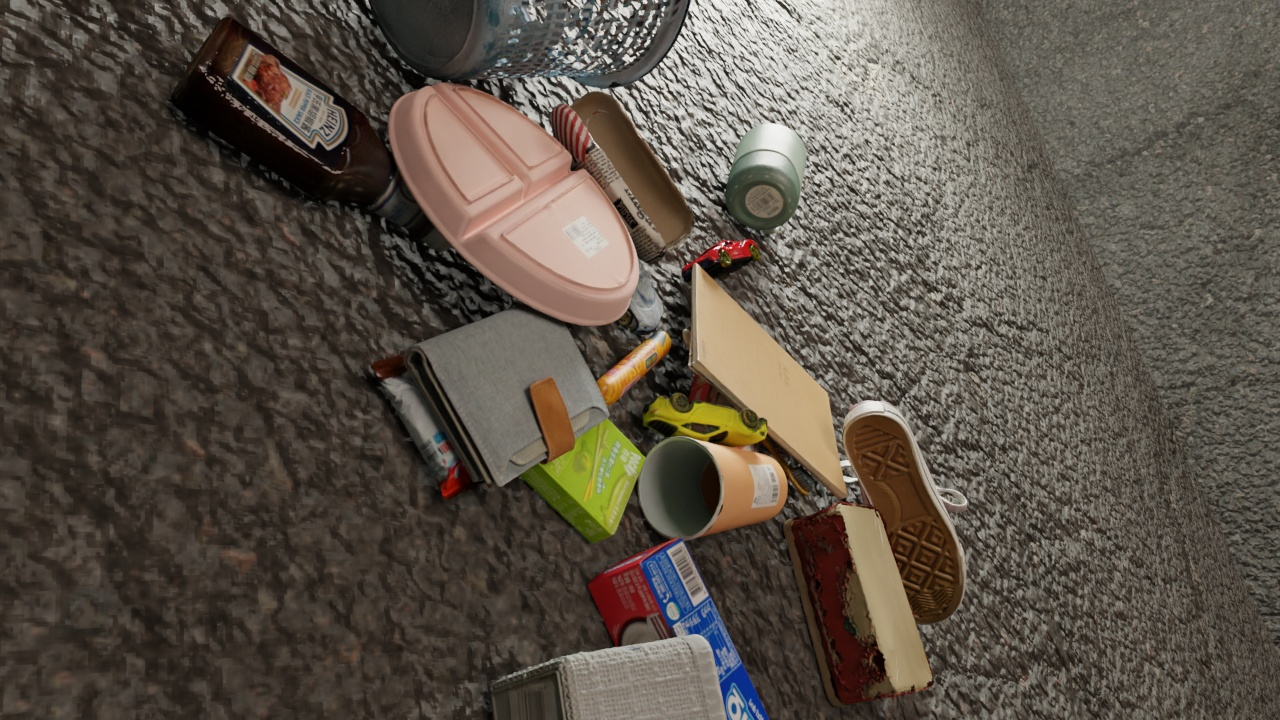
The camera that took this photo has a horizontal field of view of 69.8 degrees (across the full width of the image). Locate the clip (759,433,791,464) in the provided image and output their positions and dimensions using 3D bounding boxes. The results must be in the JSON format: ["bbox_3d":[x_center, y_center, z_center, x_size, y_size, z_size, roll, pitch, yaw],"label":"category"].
[{"bbox_3d":[0.130,0.082,0.876,0.057,0.036,0.025,26,46,-32],"label":"clip"}]

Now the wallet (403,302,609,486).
[{"bbox_3d":[-0.079,0.018,0.606,0.129,0.037,0.106,-29,89,-53],"label":"wallet"}]

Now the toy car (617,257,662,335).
[{"bbox_3d":[-0.014,-0.071,0.797,0.105,0.031,0.048,59,37,-3],"label":"toy car"}]

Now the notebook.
[{"bbox_3d":[0.117,0.018,0.848,0.211,0.012,0.149,41,30,-26],"label":"notebook"}]

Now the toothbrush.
[{"bbox_3d":[0.097,0.046,0.813,0.191,0.018,0.016,52,35,-11],"label":"toothbrush"}]

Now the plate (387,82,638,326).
[{"bbox_3d":[-0.085,-0.124,0.692,0.229,0.028,0.229,37,29,-24],"label":"plate"}]

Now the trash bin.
[{"bbox_3d":[-0.103,-0.316,0.730,0.194,0.227,0.226,-31,90,-41],"label":"trash bin"}]

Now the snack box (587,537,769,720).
[{"bbox_3d":[0.041,0.230,0.629,0.057,0.058,0.207,-18,80,-54],"label":"snack box"}]

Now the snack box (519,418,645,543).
[{"bbox_3d":[-0.065,0.049,0.655,0.156,0.026,0.085,47,38,-17],"label":"snack box"}]

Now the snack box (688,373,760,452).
[{"bbox_3d":[0.085,0.026,0.852,0.075,0.026,0.152,44,39,-21],"label":"snack box"}]

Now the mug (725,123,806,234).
[{"bbox_3d":[0.144,-0.193,1.038,0.106,0.082,0.112,-73,155,-46],"label":"mug"}]

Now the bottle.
[{"bbox_3d":[-0.202,-0.138,0.608,0.195,0.044,0.079,34,39,-32],"label":"bottle"}]

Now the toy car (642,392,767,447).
[{"bbox_3d":[0.053,0.054,0.750,0.105,0.048,0.032,12,67,-11],"label":"toy car"}]

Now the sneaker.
[{"bbox_3d":[0.258,0.142,0.906,0.241,0.118,0.087,68,21,-13],"label":"sneaker"}]

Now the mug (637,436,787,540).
[{"bbox_3d":[0.065,0.102,0.737,0.122,0.078,0.078,9,59,-52],"label":"mug"}]

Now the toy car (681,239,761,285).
[{"bbox_3d":[0.078,-0.100,0.911,0.106,0.049,0.031,-21,82,-54],"label":"toy car"}]

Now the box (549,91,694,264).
[{"bbox_3d":[-0.017,-0.164,0.819,0.162,0.076,0.087,57,7,-8],"label":"box"}]

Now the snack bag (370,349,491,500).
[{"bbox_3d":[-0.131,0.041,0.582,0.045,0.026,0.105,-27,85,-51],"label":"snack bag"}]

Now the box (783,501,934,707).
[{"bbox_3d":[0.198,0.212,0.814,0.091,0.079,0.168,14,55,-46],"label":"box"}]

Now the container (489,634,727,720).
[{"bbox_3d":[-0.020,0.218,0.542,0.114,0.090,0.090,11,57,-42],"label":"container"}]

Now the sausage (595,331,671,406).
[{"bbox_3d":[-0.004,0.004,0.746,0.021,0.021,0.164,57,26,-4],"label":"sausage"}]
